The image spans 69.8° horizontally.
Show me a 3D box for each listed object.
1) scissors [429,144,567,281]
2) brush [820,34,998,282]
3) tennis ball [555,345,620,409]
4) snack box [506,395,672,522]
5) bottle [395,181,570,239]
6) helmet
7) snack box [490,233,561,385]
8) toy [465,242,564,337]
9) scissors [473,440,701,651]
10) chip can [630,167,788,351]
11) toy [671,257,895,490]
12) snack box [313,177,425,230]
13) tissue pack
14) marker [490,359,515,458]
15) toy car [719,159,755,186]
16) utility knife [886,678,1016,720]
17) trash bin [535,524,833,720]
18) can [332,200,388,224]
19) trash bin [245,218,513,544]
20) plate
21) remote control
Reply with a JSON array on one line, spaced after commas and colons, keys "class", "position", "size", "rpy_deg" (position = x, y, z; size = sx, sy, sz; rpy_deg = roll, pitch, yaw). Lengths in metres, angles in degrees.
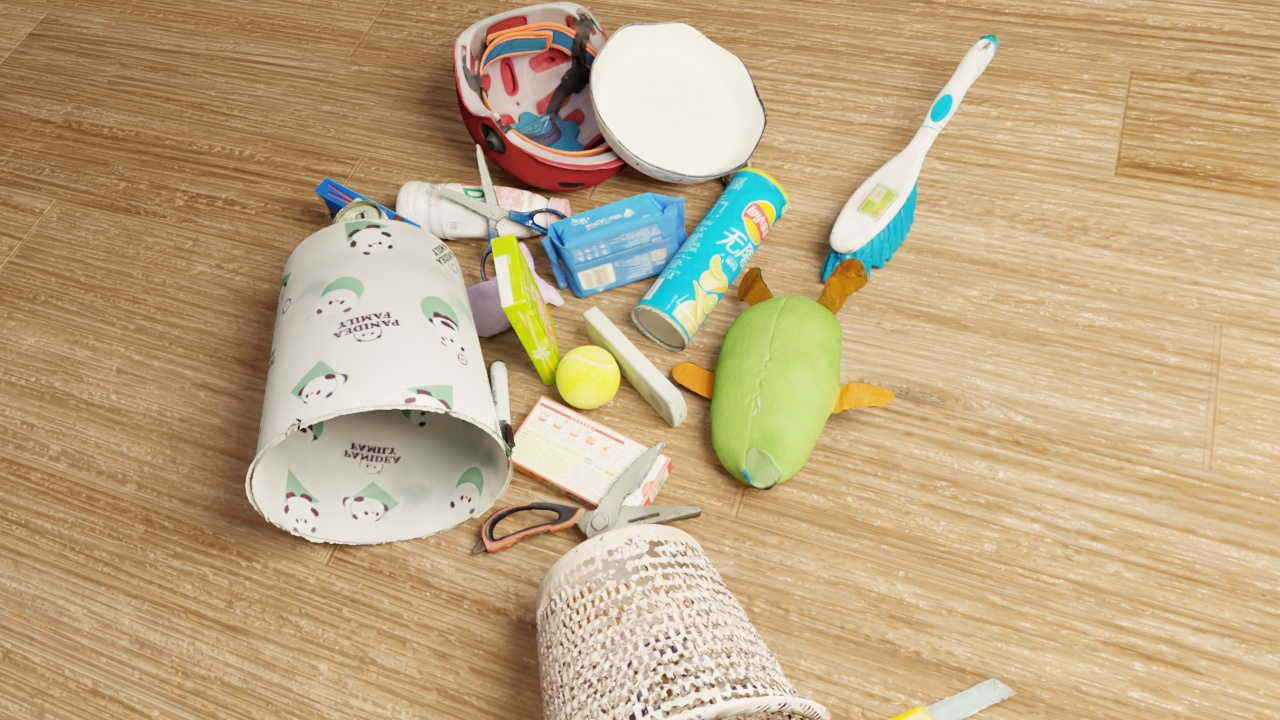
[{"class": "scissors", "position": [-0.156, -0.155, 1.031], "size": [0.176, 0.012, 0.162], "rpy_deg": [9, 98, -2]}, {"class": "brush", "position": [0.295, -0.214, 0.989], "size": [0.060, 0.109, 0.313], "rpy_deg": [32, 70, 27]}, {"class": "tennis ball", "position": [-0.054, 0.017, 0.938], "size": [0.065, 0.065, 0.065], "rpy_deg": [-4, 59, 7]}, {"class": "snack box", "position": [-0.054, 0.100, 0.911], "size": [0.156, 0.027, 0.076], "rpy_deg": [24, 67, 22]}, {"class": "bottle", "position": [-0.181, -0.172, 1.071], "size": [0.197, 0.068, 0.068], "rpy_deg": [4, 61, 7]}, {"class": "helmet", "position": [-0.107, -0.287, 1.081], "size": [0.206, 0.144, 0.240], "rpy_deg": [-30, 79, -25]}, {"class": "snack box", "position": [-0.112, -0.048, 0.932], "size": [0.026, 0.156, 0.085], "rpy_deg": [-16, 58, 2]}, {"class": "toy", "position": [-0.151, -0.071, 1.015], "size": [0.108, 0.039, 0.084], "rpy_deg": [-32, 91, -5]}, {"class": "scissors", "position": [-0.054, 0.162, 0.860], "size": [0.189, 0.015, 0.225], "rpy_deg": [23, 78, 23]}, {"class": "chip can", "position": [0.077, -0.110, 0.987], "size": [0.071, 0.071, 0.209], "rpy_deg": [27, 68, 23]}, {"class": "toy", "position": [0.134, 0.014, 0.894], "size": [0.227, 0.090, 0.246], "rpy_deg": [5, 66, 32]}, {"class": "snack box", "position": [-0.302, -0.150, 1.065], "size": [0.157, 0.085, 0.026], "rpy_deg": [28, 68, 23]}, {"class": "tissue pack", "position": [-0.024, -0.128, 1.001], "size": [0.157, 0.095, 0.052], "rpy_deg": [-17, 53, -1]}, {"class": "marker", "position": [-0.142, 0.047, 0.945], "size": [0.023, 0.018, 0.130], "rpy_deg": [-34, 41, 20]}, {"class": "toy car", "position": [0.106, -0.242, 1.081], "size": [0.042, 0.035, 0.090], "rpy_deg": [-18, 56, -3]}, {"class": "utility knife", "position": [0.206, 0.312, 0.750], "size": [0.219, 0.015, 0.033], "rpy_deg": [-24, 58, -2]}, {"class": "trash bin", "position": [0.009, 0.247, 0.723], "size": [0.227, 0.228, 0.192], "rpy_deg": [-21, 46, -3]}, {"class": "can", "position": [-0.280, -0.107, 0.999], "size": [0.058, 0.147, 0.058], "rpy_deg": [-4, 60, 7]}, {"class": "trash bin", "position": [-0.254, 0.013, 0.890], "size": [0.229, 0.230, 0.251], "rpy_deg": [-16, 54, 0]}, {"class": "plate", "position": [0.038, -0.283, 1.025], "size": [0.204, 0.046, 0.204], "rpy_deg": [8, 67, -18]}, {"class": "remote control", "position": [-0.006, 0.005, 0.940], "size": [0.021, 0.058, 0.150], "rpy_deg": [-37, 62, -14]}]
